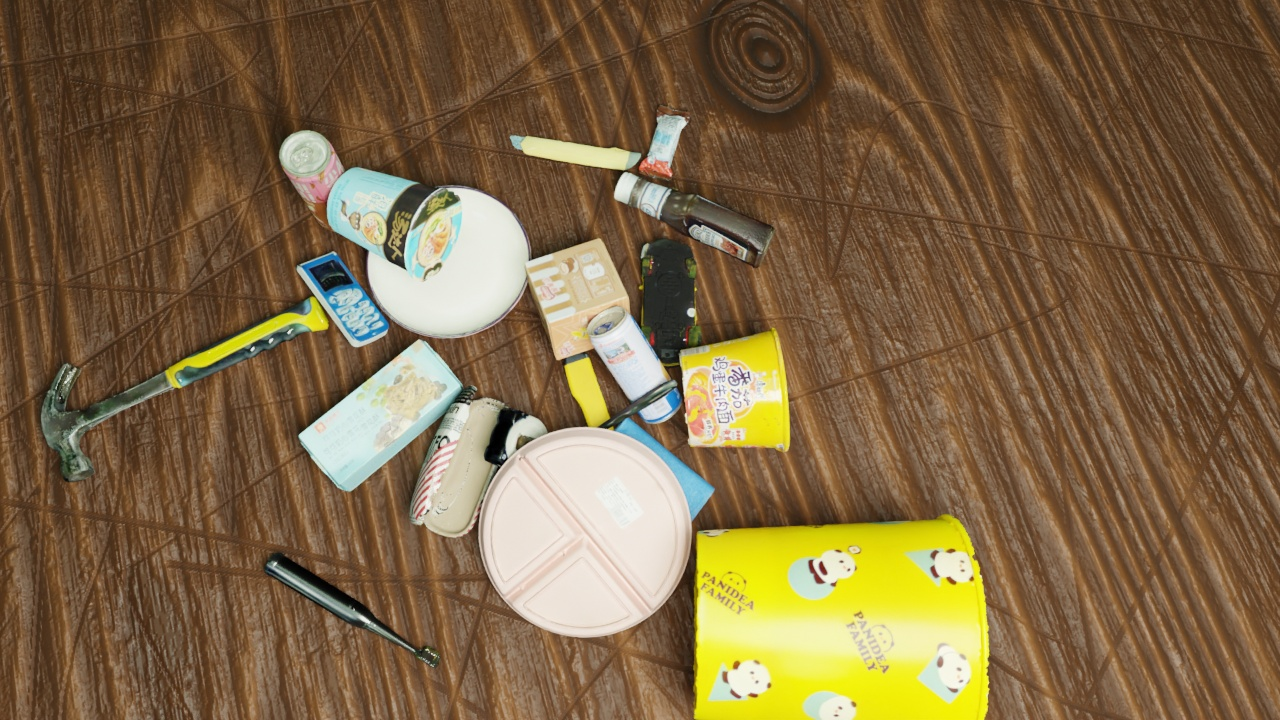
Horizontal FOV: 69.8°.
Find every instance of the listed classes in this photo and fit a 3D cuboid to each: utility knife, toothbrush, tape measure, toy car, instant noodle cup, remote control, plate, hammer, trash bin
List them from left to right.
[{"bbox_3d":[-0.515,0.009,1.042,0.323,0.032,0.126,-27,78,-10],"label":"hammer"},{"bbox_3d":[-0.347,-0.071,1.072,0.048,0.024,0.125,-30,77,-37],"label":"remote control"},{"bbox_3d":[-0.305,0.268,0.979,0.212,0.026,0.027,29,113,6],"label":"toothbrush"},{"bbox_3d":[-0.281,-0.159,1.029,0.120,0.111,0.111,22,74,12],"label":"instant noodle cup"},{"bbox_3d":[-0.225,-0.113,1.088,0.192,0.039,0.192,1,74,-2],"label":"plate"},{"bbox_3d":[-0.134,0.091,1.018,0.034,0.066,0.065,6,74,43],"label":"tape measure"},{"bbox_3d":[-0.084,-0.262,1.150,0.167,0.018,0.030,12,69,-1],"label":"utility knife"},{"bbox_3d":[-0.059,0.186,0.976,0.229,0.028,0.229,0,93,0],"label":"plate"},{"bbox_3d":[-0.046,0.084,1.050,0.033,0.015,0.209,-19,80,-6],"label":"utility knife"},{"bbox_3d":[-0.034,0.071,1.016,0.181,0.018,0.015,-33,114,14],"label":"toothbrush"},{"bbox_3d":[0.034,-0.069,1.086,0.071,0.041,0.155,0,75,-3],"label":"toy car"},{"bbox_3d":[0.102,0.038,1.017,0.110,0.138,0.138,-7,74,3],"label":"instant noodle cup"},{"bbox_3d":[0.181,0.264,0.910,0.255,0.230,0.229,1,73,3],"label":"trash bin"}]

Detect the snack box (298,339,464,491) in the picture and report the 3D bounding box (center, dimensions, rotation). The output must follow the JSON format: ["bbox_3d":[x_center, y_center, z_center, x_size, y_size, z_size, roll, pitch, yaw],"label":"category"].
[{"bbox_3d":[-0.287,0.061,1.027,0.174,0.052,0.074,-41,80,-13],"label":"snack box"}]

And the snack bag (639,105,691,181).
[{"bbox_3d":[0.030,-0.275,1.154,0.045,0.026,0.105,13,72,10],"label":"snack bag"}]

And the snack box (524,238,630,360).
[{"bbox_3d":[-0.071,-0.070,1.052,0.094,0.077,0.092,-19,59,-9],"label":"snack box"}]

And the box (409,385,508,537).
[{"bbox_3d":[-0.194,0.114,1.014,0.088,0.076,0.162,25,70,-24],"label":"box"}]

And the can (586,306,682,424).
[{"bbox_3d":[-0.006,0.006,1.017,0.053,0.053,0.134,-40,121,-13],"label":"can"}]

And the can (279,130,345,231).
[{"bbox_3d":[-0.363,-0.202,1.050,0.058,0.147,0.057,1,74,-3],"label":"can"}]

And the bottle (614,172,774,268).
[{"bbox_3d":[0.063,-0.172,1.098,0.195,0.080,0.044,25,79,6],"label":"bottle"}]

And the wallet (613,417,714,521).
[{"bbox_3d":[0.003,0.142,1.019,0.133,0.040,0.106,40,72,0],"label":"wallet"}]
